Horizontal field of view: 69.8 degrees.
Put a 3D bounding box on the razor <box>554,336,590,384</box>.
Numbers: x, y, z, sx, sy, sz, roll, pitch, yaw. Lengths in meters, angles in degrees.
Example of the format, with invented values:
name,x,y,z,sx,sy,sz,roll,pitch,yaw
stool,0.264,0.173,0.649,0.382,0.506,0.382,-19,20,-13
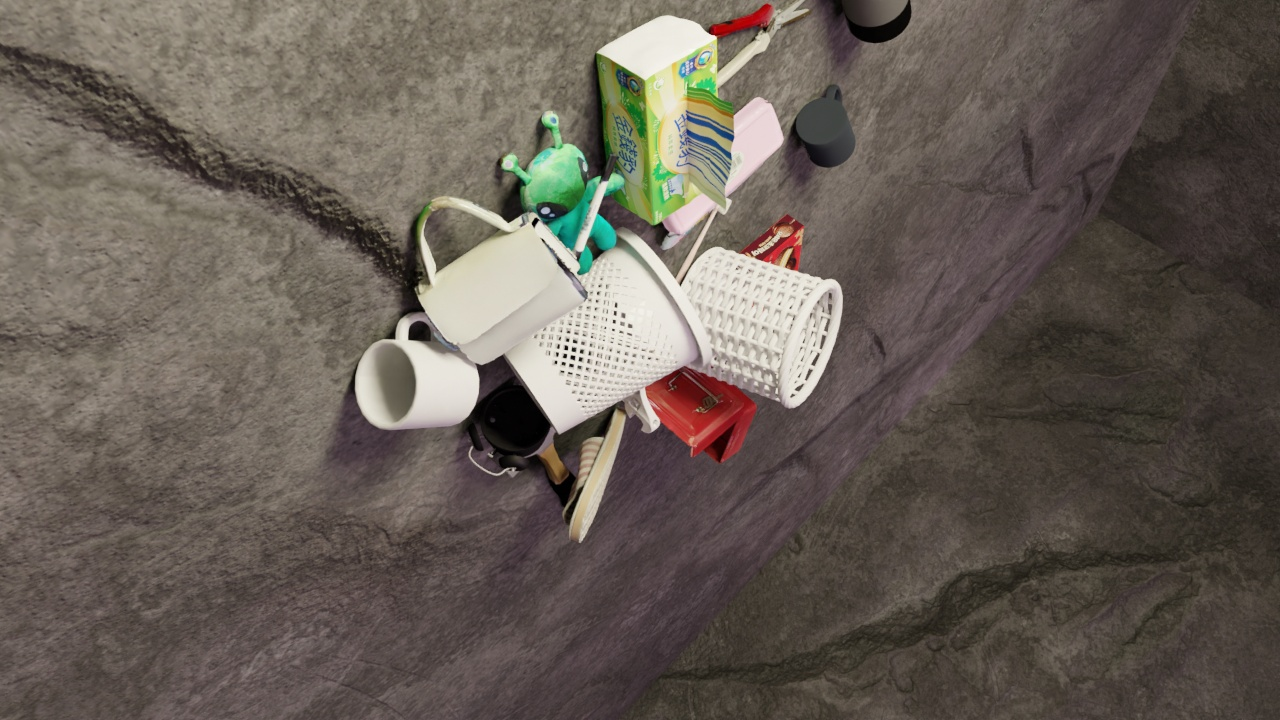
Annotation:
name,x,y,z,sx,sy,sz,roll,pitch,yaw
razor,-0.114,0.030,1.220,0.143,0.047,0.052,-58,178,24

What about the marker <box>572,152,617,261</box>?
name,x,y,z,sx,sy,sz,roll,pitch,yaw
marker,-0.053,-0.147,0.959,0.011,0.011,0.152,-16,138,-50

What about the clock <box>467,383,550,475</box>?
name,x,y,z,sx,sy,sz,roll,pitch,yaw
clock,-0.165,0.089,1.161,0.120,0.091,0.043,-54,169,-24

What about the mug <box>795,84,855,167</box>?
name,x,y,z,sx,sy,sz,roll,pitch,yaw
mug,0.268,-0.339,1.305,0.077,0.071,0.105,31,72,-64

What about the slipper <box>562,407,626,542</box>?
name,x,y,z,sx,sy,sz,roll,pitch,yaw
slipper,-0.071,0.162,1.364,0.262,0.052,0.115,-68,174,-55

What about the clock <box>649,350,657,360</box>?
name,x,y,z,sx,sy,sz,roll,pitch,yaw
clock,0.057,-0.053,1.382,0.129,0.044,0.099,-49,156,-19

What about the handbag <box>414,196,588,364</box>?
name,x,y,z,sx,sy,sz,roll,pitch,yaw
handbag,-0.155,-0.088,0.909,0.151,0.074,0.176,-30,132,10

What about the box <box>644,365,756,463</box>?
name,x,y,z,sx,sy,sz,roll,pitch,yaw
box,0.084,0.088,1.487,0.156,0.157,0.170,-38,152,-19

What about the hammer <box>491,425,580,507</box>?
name,x,y,z,sx,sy,sz,roll,pitch,yaw
hammer,-0.127,0.169,1.398,0.131,0.039,0.328,-44,155,-14

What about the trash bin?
name,x,y,z,sx,sy,sz,roll,pitch,yaw
trash bin,-0.053,-0.023,1.098,0.199,0.195,0.196,-35,153,-8

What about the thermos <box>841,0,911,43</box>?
name,x,y,z,sx,sy,sz,roll,pitch,yaw
thermos,0.269,-0.477,1.084,0.082,0.082,0.240,-50,155,2

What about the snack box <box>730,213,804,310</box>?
name,x,y,z,sx,sy,sz,roll,pitch,yaw
snack box,0.202,-0.142,1.496,0.132,0.036,0.152,-40,153,-19

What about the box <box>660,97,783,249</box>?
name,x,y,z,sx,sy,sz,roll,pitch,yaw
box,0.103,-0.230,1.183,0.201,0.066,0.154,-43,154,-11

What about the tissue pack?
name,x,y,z,sx,sy,sz,roll,pitch,yaw
tissue pack,0.043,-0.237,0.963,0.120,0.141,0.198,-40,148,-18

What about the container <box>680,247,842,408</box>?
name,x,y,z,sx,sy,sz,roll,pitch,yaw
container,0.167,-0.050,1.324,0.188,0.187,0.190,-42,144,-42

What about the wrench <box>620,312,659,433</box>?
name,x,y,z,sx,sy,sz,roll,pitch,yaw
wrench,-0.008,0.008,1.322,0.018,0.066,0.274,-36,143,-25

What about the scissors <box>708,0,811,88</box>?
name,x,y,z,sx,sy,sz,roll,pitch,yaw
scissors,0.135,-0.384,1.077,0.179,0.015,0.184,-57,154,13

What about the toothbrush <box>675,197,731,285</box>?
name,x,y,z,sx,sy,sz,roll,pitch,yaw
toothbrush,0.079,-0.154,1.303,0.182,0.018,0.015,-60,164,24

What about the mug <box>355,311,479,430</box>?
name,x,y,z,sx,sy,sz,roll,pitch,yaw
mug,-0.232,0.010,0.958,0.090,0.091,0.121,1,92,-59

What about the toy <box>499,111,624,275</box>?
name,x,y,z,sx,sy,sz,roll,pitch,yaw
toy,-0.082,-0.167,0.973,0.130,0.072,0.193,-46,146,-11
